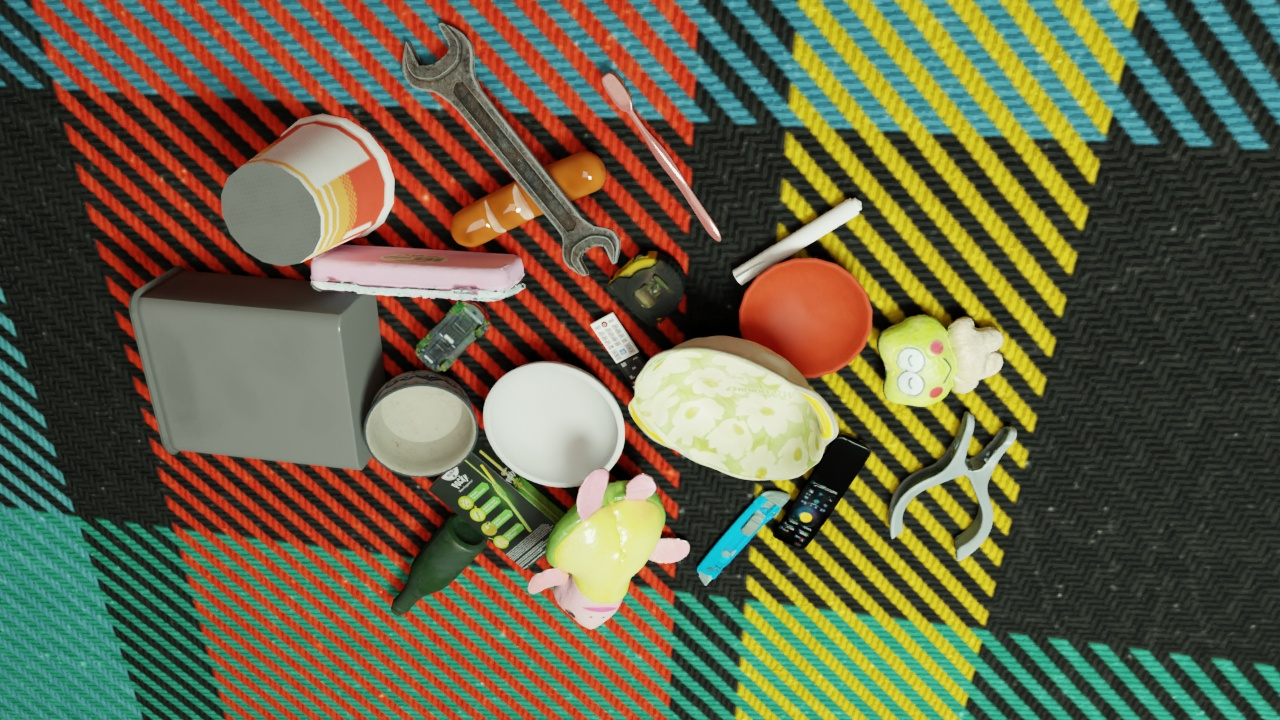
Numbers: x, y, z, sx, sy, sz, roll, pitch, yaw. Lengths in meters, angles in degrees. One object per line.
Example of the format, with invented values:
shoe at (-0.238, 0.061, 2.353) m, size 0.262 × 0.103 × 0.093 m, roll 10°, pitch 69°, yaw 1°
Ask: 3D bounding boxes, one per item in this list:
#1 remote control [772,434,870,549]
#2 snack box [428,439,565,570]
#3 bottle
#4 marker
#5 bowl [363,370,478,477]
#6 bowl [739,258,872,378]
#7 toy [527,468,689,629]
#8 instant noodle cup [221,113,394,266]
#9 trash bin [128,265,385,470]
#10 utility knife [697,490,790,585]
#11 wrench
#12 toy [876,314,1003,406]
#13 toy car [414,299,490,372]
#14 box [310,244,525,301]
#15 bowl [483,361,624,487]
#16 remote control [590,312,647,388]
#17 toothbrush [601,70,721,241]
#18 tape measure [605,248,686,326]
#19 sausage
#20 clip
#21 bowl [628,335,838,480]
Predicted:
remote control at (0.188, 0.139, 0.963) m, size 0.041 × 0.020 × 0.152 m, roll 24°, pitch 120°, yaw -3°
snack box at (-0.157, 0.165, 1.040) m, size 0.147 × 0.025 × 0.080 m, roll 43°, pitch 116°, yaw -12°
bottle at (-0.247, 0.250, 1.085) m, size 0.055 × 0.055 × 0.175 m, roll 37°, pitch 119°, yaw -9°
marker at (0.143, -0.109, 0.844) m, size 0.134 × 0.020 × 0.017 m, roll -31°, pitch 104°, yaw 23°
bowl at (-0.231, 0.060, 0.971) m, size 0.115 × 0.059 × 0.116 m, roll -5°, pitch 120°, yaw -10°
bowl at (0.155, -0.045, 0.866) m, size 0.122 × 0.035 × 0.122 m, roll 5°, pitch 117°, yaw 9°
toy at (-0.039, 0.202, 0.996) m, size 0.189 × 0.087 × 0.239 m, roll -12°, pitch 134°, yaw -25°
instant noodle cup at (-0.312, -0.153, 0.852) m, size 0.123 × 0.120 × 0.123 m, roll 4°, pitch 117°, yaw 9°
trash bin at (-0.393, 0.010, 0.967) m, size 0.220 × 0.097 × 0.192 m, roll 5°, pitch 118°, yaw 7°
utility knife at (0.109, 0.196, 1.011) m, size 0.031 × 0.015 × 0.159 m, roll 33°, pitch 119°, yaw -2°
wrench at (-0.115, -0.187, 0.822) m, size 0.070 × 0.010 × 0.273 m, roll -39°, pitch 89°, yaw 21°
toy at (0.281, -0.002, 0.860) m, size 0.115 × 0.046 × 0.092 m, roll -9°, pitch 112°, yaw 6°
toy car at (-0.191, -0.027, 0.942) m, size 0.042 × 0.036 × 0.091 m, roll 43°, pitch 117°, yaw -11°
box at (-0.216, -0.081, 0.893) m, size 0.202 × 0.086 × 0.044 m, roll 4°, pitch 108°, yaw 8°
bowl at (-0.087, 0.060, 0.962) m, size 0.149 × 0.043 × 0.150 m, roll 4°, pitch 118°, yaw 8°
remote control at (-0.006, 0.005, 0.936) m, size 0.028 × 0.011 × 0.124 m, roll -27°, pitch 109°, yaw 22°
toothbrush at (0.023, -0.183, 0.836) m, size 0.015 × 0.015 × 0.184 m, roll -29°, pitch 111°, yaw 22°
tape measure at (0.012, -0.071, 0.879) m, size 0.063 × 0.038 × 0.067 m, roll -40°, pitch 103°, yaw 25°
sausage at (-0.106, -0.151, 0.857) m, size 0.164 × 0.044 × 0.039 m, roll -21°, pitch 116°, yaw 20°
clip at (0.291, 0.122, 0.930) m, size 0.143 × 0.029 × 0.172 m, roll 9°, pitch 117°, yaw 4°
bowl at (0.092, 0.036, 0.883) m, size 0.220 × 0.060 × 0.188 m, roll -5°, pitch 133°, yaw 39°
